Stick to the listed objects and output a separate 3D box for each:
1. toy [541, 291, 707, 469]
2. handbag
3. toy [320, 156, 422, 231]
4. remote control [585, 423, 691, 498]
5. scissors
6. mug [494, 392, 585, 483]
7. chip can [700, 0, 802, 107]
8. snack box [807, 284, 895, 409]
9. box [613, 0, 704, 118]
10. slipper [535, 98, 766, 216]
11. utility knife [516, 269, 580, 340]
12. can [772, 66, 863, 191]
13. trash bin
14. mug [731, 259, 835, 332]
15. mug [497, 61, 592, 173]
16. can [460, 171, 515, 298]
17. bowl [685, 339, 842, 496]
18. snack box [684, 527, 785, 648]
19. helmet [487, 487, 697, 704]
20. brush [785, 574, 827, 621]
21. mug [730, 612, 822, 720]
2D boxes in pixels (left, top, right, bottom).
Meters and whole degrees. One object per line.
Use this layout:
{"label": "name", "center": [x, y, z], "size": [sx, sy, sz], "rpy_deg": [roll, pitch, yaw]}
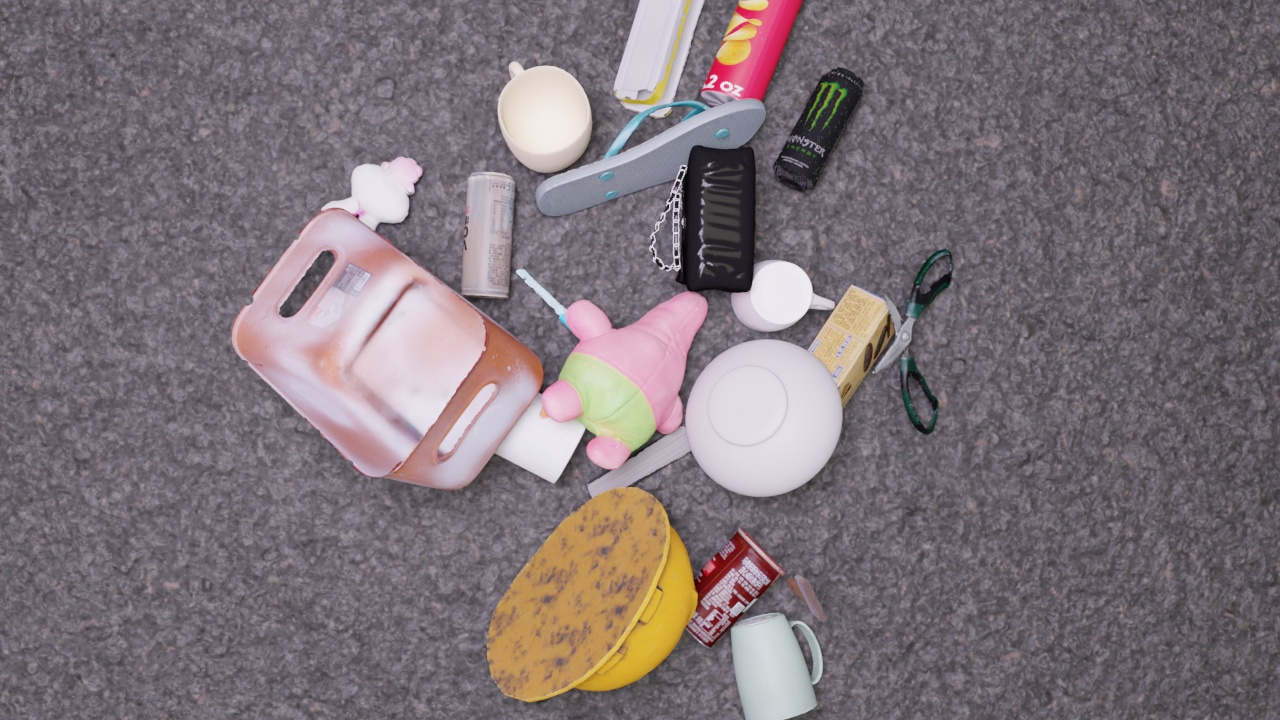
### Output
{"label": "toy", "center": [-0.006, 0.006, 1.001], "size": [0.236, 0.097, 0.192], "rpy_deg": [-49, 113, -26]}
{"label": "handbag", "center": [0.062, -0.146, 0.995], "size": [0.114, 0.125, 0.153], "rpy_deg": [-2, 90, -4]}
{"label": "toy", "center": [-0.294, -0.179, 1.020], "size": [0.122, 0.038, 0.079], "rpy_deg": [-43, 81, -1]}
{"label": "remote control", "center": [0.000, 0.120, 1.054], "size": [0.136, 0.013, 0.033], "rpy_deg": [-31, 94, -4]}
{"label": "scissors", "center": [0.321, -0.019, 1.043], "size": [0.201, 0.015, 0.203], "rpy_deg": [-44, 123, -30]}
{"label": "mug", "center": [-0.122, 0.076, 1.012], "size": [0.105, 0.082, 0.082], "rpy_deg": [28, 89, -4]}
{"label": "chip can", "center": [0.139, -0.386, 1.023], "size": [0.069, 0.069, 0.220], "rpy_deg": [22, 90, -3]}
{"label": "snack box", "center": [0.211, 0.020, 1.035], "size": [0.056, 0.057, 0.206], "rpy_deg": [33, 89, 30]}
{"label": "box", "center": [0.027, -0.383, 1.030], "size": [0.067, 0.070, 0.210], "rpy_deg": [16, 90, 17]}
{"label": "slipper", "center": [0.007, -0.232, 1.018], "size": [0.269, 0.098, 0.054], "rpy_deg": [-23, 70, 5]}
{"label": "utility knife", "center": [-0.077, -0.040, 1.045], "size": [0.176, 0.015, 0.022], "rpy_deg": [42, 80, -3]}
{"label": "can", "center": [0.201, -0.260, 1.037], "size": [0.054, 0.054, 0.137], "rpy_deg": [29, 89, -3]}
{"label": "trash bin", "center": [-0.245, -0.004, 0.926], "size": [0.260, 0.157, 0.181], "rpy_deg": [35, 88, 25]}
{"label": "mug", "center": [0.164, -0.070, 1.021], "size": [0.114, 0.087, 0.081], "rpy_deg": [9, 90, -3]}
{"label": "mug", "center": [-0.108, -0.265, 0.998], "size": [0.096, 0.100, 0.120], "rpy_deg": [-31, 87, -4]}
{"label": "can", "center": [-0.169, -0.138, 1.019], "size": [0.054, 0.054, 0.135], "rpy_deg": [4, 91, -3]}
{"label": "bowl", "center": [0.124, 0.055, 0.992], "size": [0.177, 0.066, 0.176], "rpy_deg": [-8, 70, 23]}
{"label": "snack box", "center": [0.096, 0.256, 1.033], "size": [0.072, 0.072, 0.121], "rpy_deg": [44, 89, -3]}
{"label": "helmet", "center": [-0.029, 0.269, 0.984], "size": [0.256, 0.205, 0.131], "rpy_deg": [-43, 122, 13]}
{"label": "brush", "center": [0.176, 0.252, 1.001], "size": [0.008, 0.143, 0.045], "rpy_deg": [-26, 84, -4]}
{"label": "mug", "center": [0.158, 0.341, 1.040], "size": [0.111, 0.084, 0.104], "rpy_deg": [-8, 78, -31]}
